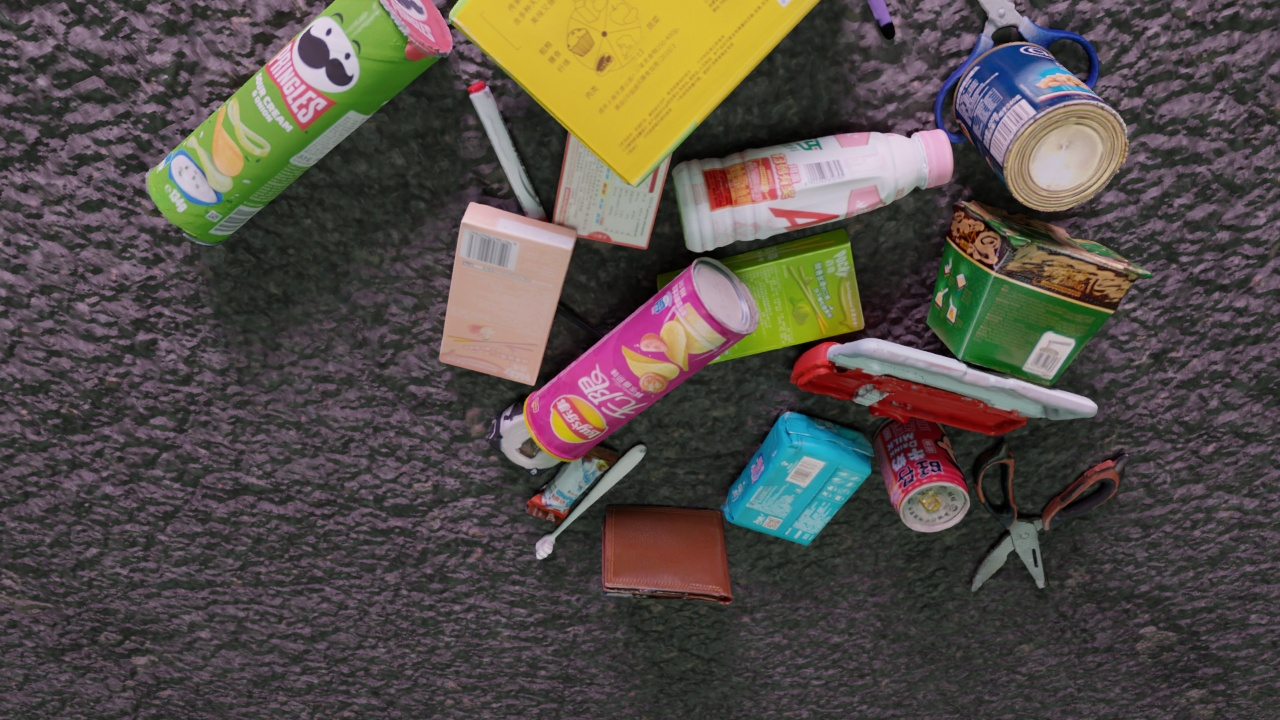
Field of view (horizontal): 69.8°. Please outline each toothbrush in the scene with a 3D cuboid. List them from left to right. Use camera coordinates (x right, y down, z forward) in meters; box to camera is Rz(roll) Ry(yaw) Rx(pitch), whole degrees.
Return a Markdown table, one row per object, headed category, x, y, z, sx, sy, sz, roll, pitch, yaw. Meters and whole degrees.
| category | x | y | z | sx | sy | sz | roll | pitch | yaw |
| --- | --- | --- | --- | --- | --- | --- | --- | --- | --- |
| toothbrush | -0.064 | -0.044 | 0.759 | 0.181 | 0.015 | 0.018 | 34 | 138 | -23 |
| toothbrush | -0.051 | 0.139 | 0.894 | 0.016 | 0.016 | 0.180 | 30 | 121 | -23 |
| toothbrush | 0.126 | -0.285 | 0.585 | 0.014 | 0.016 | 0.189 | -26 | 124 | 17 |

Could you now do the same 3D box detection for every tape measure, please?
| category | x | y | z | sx | sy | sz | roll | pitch | yaw |
| --- | --- | --- | --- | --- | --- | --- | --- | --- | --- |
| tape measure | -0.095 | 0.066 | 0.829 | 0.065 | 0.033 | 0.066 | 37 | 118 | -27 |

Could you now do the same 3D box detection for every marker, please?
| category | x | y | z | sx | sy | sz | roll | pitch | yaw |
| --- | --- | --- | --- | --- | --- | --- | --- | --- | --- |
| marker | -0.092 | -0.139 | 0.688 | 0.017 | 0.017 | 0.145 | -16 | 125 | 10 |

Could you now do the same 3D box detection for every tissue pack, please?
| category | x | y | z | sx | sy | sz | roll | pitch | yaw |
| --- | --- | --- | --- | --- | --- | --- | --- | --- | --- |
| tissue pack | 0.145 | 0.114 | 0.857 | 0.093 | 0.050 | 0.134 | 19 | 124 | -17 |

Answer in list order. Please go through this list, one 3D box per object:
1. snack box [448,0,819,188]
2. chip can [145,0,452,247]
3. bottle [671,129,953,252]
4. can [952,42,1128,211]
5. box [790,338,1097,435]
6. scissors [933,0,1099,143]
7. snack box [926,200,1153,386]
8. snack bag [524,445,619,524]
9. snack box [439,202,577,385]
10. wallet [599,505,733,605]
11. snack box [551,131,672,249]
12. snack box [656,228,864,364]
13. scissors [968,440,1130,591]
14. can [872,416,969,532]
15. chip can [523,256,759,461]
| category | x | y | z | sx | sy | sz | roll | pitch | yaw |
| --- | --- | --- | --- | --- | --- | --- | --- | --- | --- |
| snack box | 0.009 | -0.237 | 0.561 | 0.157 | 0.070 | 0.210 | 40 | 109 | -21 |
| chip can | -0.237 | -0.169 | 0.630 | 0.236 | 0.072 | 0.072 | -32 | 121 | 21 |
| bottle | 0.124 | -0.130 | 0.671 | 0.197 | 0.068 | 0.068 | -11 | 126 | 2 |
| can | 0.260 | -0.155 | 0.606 | 0.075 | 0.111 | 0.075 | 0 | 127 | -1 |
| box | 0.239 | 0.019 | 0.746 | 0.201 | 0.039 | 0.158 | 14 | 164 | -10 |
| scissors | 0.250 | -0.226 | 0.632 | 0.162 | 0.012 | 0.175 | 18 | 123 | -12 |
| snack box | 0.282 | -0.048 | 0.686 | 0.118 | 0.117 | 0.106 | 15 | 111 | -7 |
| snack bag | -0.065 | 0.116 | 0.871 | 0.048 | 0.026 | 0.104 | 25 | 123 | -32 |
| snack box | -0.108 | -0.048 | 0.730 | 0.084 | 0.026 | 0.158 | 15 | 136 | -7 |
| wallet | 0.024 | 0.186 | 0.878 | 0.124 | 0.101 | 0.032 | 4 | 128 | -4 |
| snack box | -0.015 | -0.159 | 0.668 | 0.077 | 0.027 | 0.156 | 10 | 125 | -8 |
| snack box | 0.099 | -0.048 | 0.752 | 0.156 | 0.026 | 0.086 | -14 | 125 | 10 |
| scissors | 0.385 | 0.157 | 0.915 | 0.189 | 0.015 | 0.226 | 25 | 122 | -18 |
| can | 0.251 | 0.100 | 0.821 | 0.066 | 0.093 | 0.067 | 0 | 127 | -1 |
| chip can | -0.004 | 0.004 | 0.736 | 0.071 | 0.071 | 0.211 | 35 | 128 | -24 |
